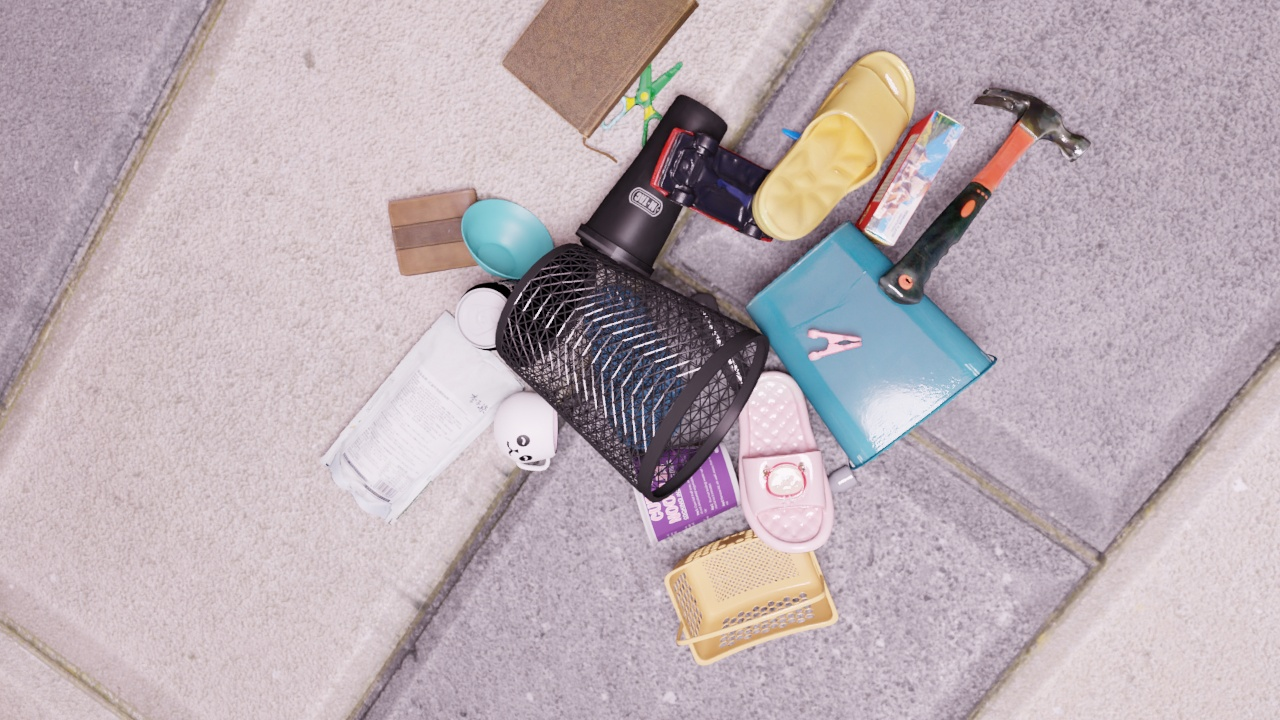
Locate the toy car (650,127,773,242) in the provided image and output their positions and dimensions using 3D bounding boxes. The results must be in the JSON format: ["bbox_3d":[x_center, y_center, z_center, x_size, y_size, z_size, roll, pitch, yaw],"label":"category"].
[{"bbox_3d":[0.099,-0.202,1.071,0.189,0.056,0.081,18,98,-34],"label":"toy car"}]

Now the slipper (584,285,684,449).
[{"bbox_3d":[-0.007,0.007,1.155,0.104,0.059,0.213,-19,80,6],"label":"slipper"}]

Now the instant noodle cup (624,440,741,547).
[{"bbox_3d":[0.055,0.151,1.148,0.122,0.122,0.136,-17,51,0],"label":"instant noodle cup"}]

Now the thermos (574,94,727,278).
[{"bbox_3d":[0.017,-0.206,1.104,0.106,0.105,0.219,33,96,3],"label":"thermos"}]

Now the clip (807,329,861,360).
[{"bbox_3d":[0.201,-0.022,0.968,0.059,0.023,0.050,-33,80,18],"label":"clip"}]

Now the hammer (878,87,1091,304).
[{"bbox_3d":[0.364,-0.178,1.004,0.133,0.033,0.332,41,68,2],"label":"hammer"}]

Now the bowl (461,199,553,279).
[{"bbox_3d":[-0.173,-0.140,1.149,0.121,0.120,0.046,44,137,1],"label":"bowl"}]

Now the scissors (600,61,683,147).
[{"bbox_3d":[-0.003,-0.326,1.132,0.117,0.012,0.130,3,98,8],"label":"scissors"}]

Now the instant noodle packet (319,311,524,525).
[{"bbox_3d":[-0.292,0.081,1.216,0.147,0.057,0.269,43,96,-2],"label":"instant noodle packet"}]

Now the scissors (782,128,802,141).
[{"bbox_3d":[0.229,-0.250,1.107,0.130,0.013,0.125,16,99,1],"label":"scissors"}]

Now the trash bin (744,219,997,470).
[{"bbox_3d":[0.250,-0.025,1.053,0.199,0.196,0.218,-40,84,11],"label":"trash bin"}]

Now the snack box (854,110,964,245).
[{"bbox_3d":[0.297,-0.201,1.038,0.040,0.142,0.145,29,101,2],"label":"snack box"}]

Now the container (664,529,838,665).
[{"bbox_3d":[0.132,0.282,1.115,0.183,0.167,0.129,-21,94,11],"label":"container"}]

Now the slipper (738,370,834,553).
[{"bbox_3d":[0.165,0.118,1.090,0.107,0.056,0.221,-10,73,7],"label":"slipper"}]

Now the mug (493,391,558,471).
[{"bbox_3d":[-0.146,0.098,1.178,0.076,0.090,0.124,-1,129,0],"label":"mug"}]

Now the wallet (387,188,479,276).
[{"bbox_3d":[-0.261,-0.164,1.183,0.121,0.027,0.099,-8,99,9],"label":"wallet"}]

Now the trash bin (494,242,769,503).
[{"bbox_3d":[-0.019,-0.001,1.030,0.243,0.216,0.217,35,101,19],"label":"trash bin"}]

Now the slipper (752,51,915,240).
[{"bbox_3d":[0.234,-0.244,1.046,0.099,0.078,0.263,43,83,-16],"label":"slipper"}]

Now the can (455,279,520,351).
[{"bbox_3d":[-0.169,-0.058,1.123,0.080,0.146,0.080,1,98,8],"label":"can"}]

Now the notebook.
[{"bbox_3d":[-0.038,-0.380,1.111,0.190,0.034,0.216,43,101,5],"label":"notebook"}]

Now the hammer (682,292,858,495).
[{"bbox_3d":[0.142,0.056,1.154,0.125,0.029,0.311,-31,92,10],"label":"hammer"}]
